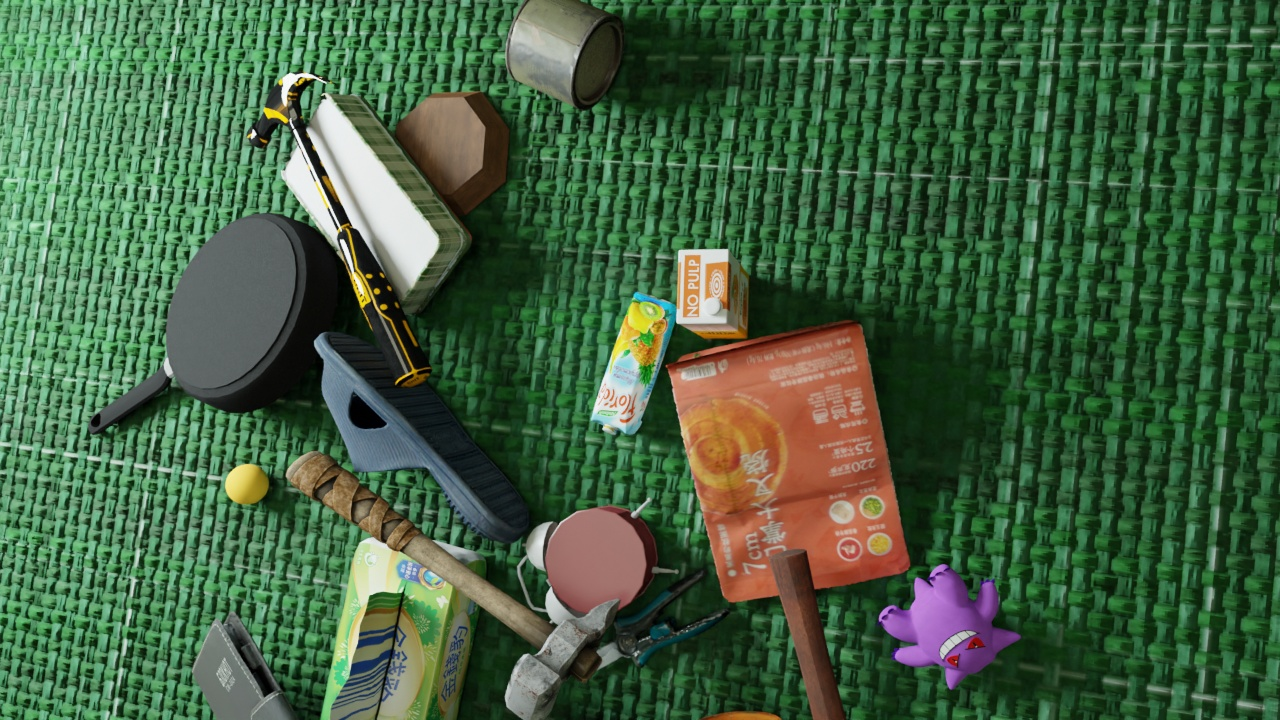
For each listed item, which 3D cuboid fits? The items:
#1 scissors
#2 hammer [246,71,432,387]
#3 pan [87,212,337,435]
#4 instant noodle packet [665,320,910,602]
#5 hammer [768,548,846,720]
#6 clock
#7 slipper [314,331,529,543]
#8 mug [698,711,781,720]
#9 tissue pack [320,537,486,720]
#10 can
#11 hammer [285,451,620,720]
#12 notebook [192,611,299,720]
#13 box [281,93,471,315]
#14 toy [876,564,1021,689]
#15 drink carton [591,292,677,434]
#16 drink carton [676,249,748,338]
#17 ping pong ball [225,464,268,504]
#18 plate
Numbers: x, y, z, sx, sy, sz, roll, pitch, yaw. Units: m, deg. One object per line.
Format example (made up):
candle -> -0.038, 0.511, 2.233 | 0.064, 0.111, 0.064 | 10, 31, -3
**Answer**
scissors -> 0.014, 0.241, 0.814 | 0.144, 0.019, 0.126 | 9, 89, 17
hammer -> -0.272, -0.122, 0.855 | 0.124, 0.036, 0.320 | -33, 80, 32
pan -> -0.452, -0.015, 0.927 | 0.356, 0.044, 0.204 | -29, 62, 17
instant noodle packet -> 0.126, 0.088, 0.775 | 0.164, 0.084, 0.221 | -13, 91, 9
hammer -> 0.158, 0.304, 0.754 | 0.111, 0.028, 0.300 | -15, 87, 12
clock -> -0.044, 0.180, 0.819 | 0.138, 0.048, 0.096 | -23, 80, 12
slipper -> -0.215, 0.084, 0.853 | 0.263, 0.101, 0.083 | 45, 105, 8
mug -> 0.084, 0.354, 0.755 | 0.082, 0.082, 0.105 | -8, 85, 14
tissue pack -> -0.223, 0.261, 0.812 | 0.120, 0.141, 0.197 | 5, 87, 15
can -> -0.067, -0.285, 0.839 | 0.074, 0.089, 0.090 | 28, 93, 15
hammer -> -0.168, 0.168, 0.769 | 0.319, 0.121, 0.049 | 30, 128, 16
notebook -> -0.353, 0.351, 0.859 | 0.209, 0.029, 0.170 | 52, 134, 10
box -> -0.258, -0.150, 0.887 | 0.205, 0.050, 0.118 | 50, 122, 15
toy -> 0.248, 0.213, 0.736 | 0.088, 0.055, 0.106 | 47, 108, 10
drink carton -> -0.005, 0.005, 0.827 | 0.044, 0.038, 0.129 | 20, 91, 15
drink carton -> 0.062, -0.054, 0.770 | 0.040, 0.122, 0.058 | 1, 86, 15
ping pong ball -> -0.394, 0.124, 0.920 | 0.040, 0.040, 0.040 | -1, 85, 15
plate -> -0.192, -0.207, 0.900 | 0.131, 0.025, 0.131 | -1, 85, 15
